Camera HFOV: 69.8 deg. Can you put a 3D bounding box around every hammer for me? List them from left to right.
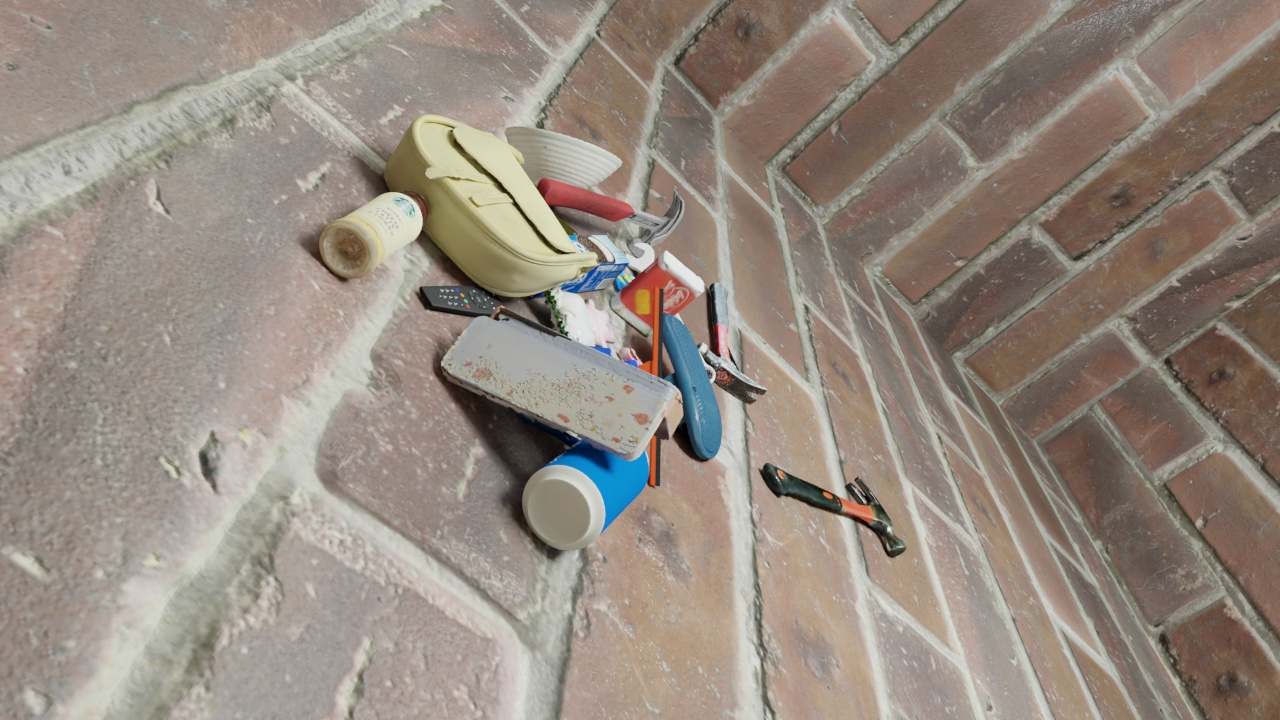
[{"bbox_3d":[-0.043,-0.228,1.376,0.315,0.126,0.036,6,46,-56],"label":"hammer"},{"bbox_3d":[0.141,-0.045,1.531,0.140,0.036,0.325,39,24,-17],"label":"hammer"},{"bbox_3d":[0.289,0.211,1.391,0.332,0.033,0.133,24,34,-44],"label":"hammer"}]

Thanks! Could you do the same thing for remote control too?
[{"bbox_3d":[-0.189,-0.064,0.982,0.039,0.010,0.124,55,23,17],"label":"remote control"}]

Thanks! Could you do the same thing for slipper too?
[{"bbox_3d":[0.059,0.036,1.218,0.103,0.059,0.213,33,37,-55],"label":"slipper"}]

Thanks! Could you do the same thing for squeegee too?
[{"bbox_3d":[-0.056,0.007,1.040,0.184,0.055,0.249,18,62,-35],"label":"squeegee"}]

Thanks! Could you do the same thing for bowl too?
[{"bbox_3d":[-0.121,-0.280,1.342,0.177,0.071,0.177,15,1,0],"label":"bowl"}]

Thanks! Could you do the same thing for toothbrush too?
[{"bbox_3d":[-0.074,0.084,0.948,0.132,0.016,0.021,37,26,-24],"label":"toothbrush"}]

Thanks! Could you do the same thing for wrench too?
[{"bbox_3d":[0.045,-0.075,1.397,0.009,0.047,0.273,86,-21,-61],"label":"wrench"}]

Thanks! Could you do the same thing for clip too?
[{"bbox_3d":[-0.010,0.006,1.188,0.037,0.022,0.058,7,40,-54],"label":"clip"}]

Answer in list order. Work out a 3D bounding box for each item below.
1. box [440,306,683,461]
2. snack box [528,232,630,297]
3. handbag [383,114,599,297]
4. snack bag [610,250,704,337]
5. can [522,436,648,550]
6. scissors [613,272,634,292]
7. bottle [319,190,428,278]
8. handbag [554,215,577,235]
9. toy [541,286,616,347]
[{"bbox_3d":[-0.073,0.030,0.890,0.216,0.096,0.105,24,-18,17],"label":"box"},{"bbox_3d":[-0.090,-0.126,1.205,0.059,0.059,0.226,49,23,10],"label":"snack box"},{"bbox_3d":[-0.166,-0.177,1.042,0.190,0.089,0.232,-19,68,-44],"label":"handbag"},{"bbox_3d":[0.023,-0.091,1.281,0.077,0.116,0.036,38,31,-23],"label":"snack bag"},{"bbox_3d":[-0.047,0.116,0.860,0.079,0.079,0.145,50,22,3],"label":"can"},{"bbox_3d":[-0.031,-0.134,1.383,0.132,0.019,0.104,59,22,21],"label":"scissors"},{"bbox_3d":[-0.256,-0.131,0.909,0.056,0.057,0.161,44,23,-10],"label":"bottle"},{"bbox_3d":[-0.168,-0.212,1.258,0.178,0.027,0.084,38,22,-11],"label":"handbag"},{"bbox_3d":[-0.072,-0.043,1.118,0.108,0.041,0.095,5,62,-52],"label":"toy"}]
